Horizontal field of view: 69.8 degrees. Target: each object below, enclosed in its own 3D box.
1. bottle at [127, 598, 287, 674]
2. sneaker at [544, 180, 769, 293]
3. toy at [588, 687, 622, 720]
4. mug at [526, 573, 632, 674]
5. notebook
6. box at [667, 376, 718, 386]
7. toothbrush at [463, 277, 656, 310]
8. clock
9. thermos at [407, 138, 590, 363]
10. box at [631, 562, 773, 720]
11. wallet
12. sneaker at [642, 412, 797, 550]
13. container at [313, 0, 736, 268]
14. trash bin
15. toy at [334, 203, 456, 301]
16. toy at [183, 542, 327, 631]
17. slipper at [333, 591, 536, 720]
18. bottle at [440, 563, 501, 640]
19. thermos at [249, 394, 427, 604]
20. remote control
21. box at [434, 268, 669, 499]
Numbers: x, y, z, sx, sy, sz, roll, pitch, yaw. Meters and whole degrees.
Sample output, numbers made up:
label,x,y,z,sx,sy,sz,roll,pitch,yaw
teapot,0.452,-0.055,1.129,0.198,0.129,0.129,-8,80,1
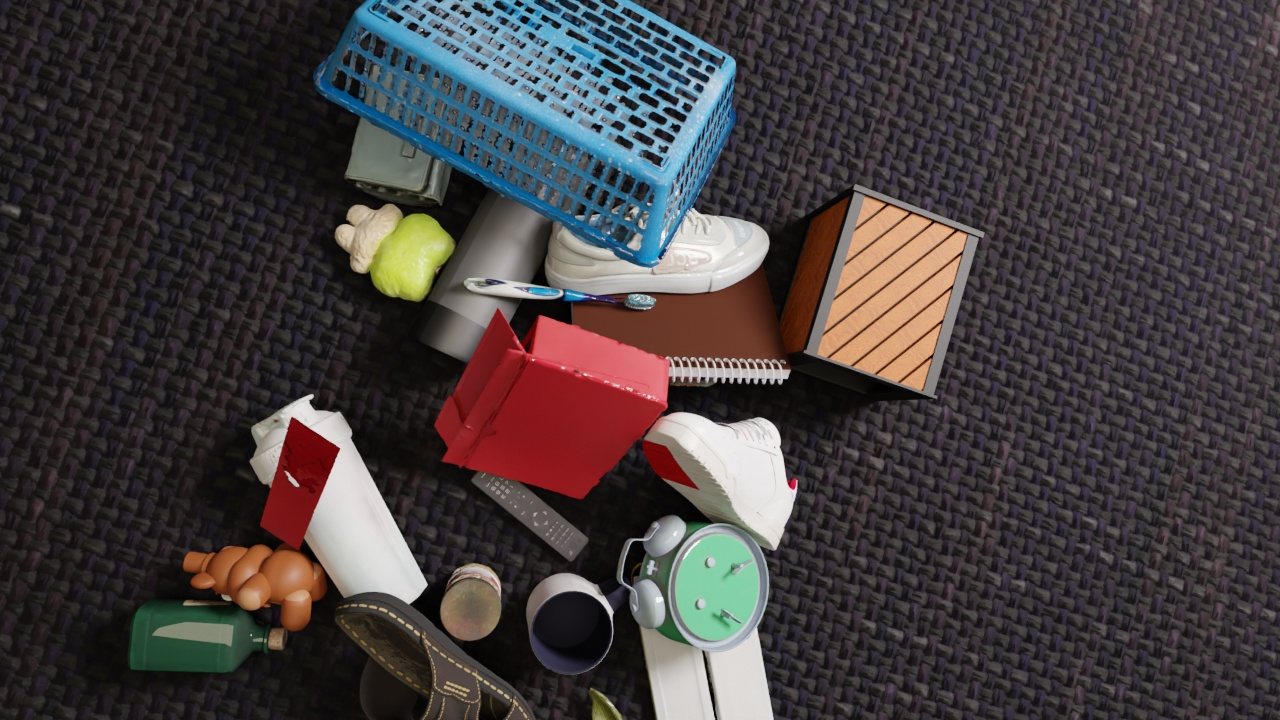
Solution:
label,x,y,z,sx,sy,sz,roll,pitch,yaw
bottle,-0.407,0.263,0.874,0.131,0.061,0.061,5,88,-8
sneaker,0.024,-0.125,0.926,0.242,0.091,0.089,-8,47,-17
toy,-0.045,0.437,0.910,0.152,0.078,0.179,-31,89,-12
mug,-0.058,0.250,0.910,0.111,0.097,0.078,-30,92,-9
notebook,0.035,-0.045,0.929,0.209,0.022,0.171,1,47,-9
box,-0.006,0.004,0.945,0.187,0.083,0.042,3,82,-7
toothbrush,-0.076,-0.065,0.888,0.189,0.017,0.016,5,75,-14
clock,0.049,0.215,0.898,0.161,0.075,0.121,23,73,-29
thermos,-0.140,-0.111,0.925,0.082,0.082,0.240,28,83,-6
box,0.066,0.305,0.964,0.129,0.036,0.209,-10,88,-12
wallet,-0.239,-0.229,0.936,0.100,0.054,0.131,11,80,-9
sneaker,0.090,0.094,0.901,0.236,0.090,0.104,47,65,-43
container,-0.086,-0.276,0.874,0.362,0.089,0.256,28,55,-2
trash bin,0.234,-0.062,0.950,0.139,0.140,0.171,19,84,-7
toy,-0.250,-0.115,0.928,0.115,0.046,0.092,28,82,1
toy,-0.370,0.210,0.876,0.128,0.094,0.065,8,110,3
slipper,-0.191,0.316,0.851,0.268,0.113,0.075,54,38,-26
bottle,-0.163,0.232,0.891,0.056,0.105,0.056,1,86,-9
thermos,-0.294,0.145,0.886,0.099,0.099,0.220,-29,95,-9
remote control,-0.114,0.154,0.948,0.136,0.015,0.032,41,82,-7
box,-0.079,0.048,0.858,0.164,0.215,0.153,-27,74,-40
